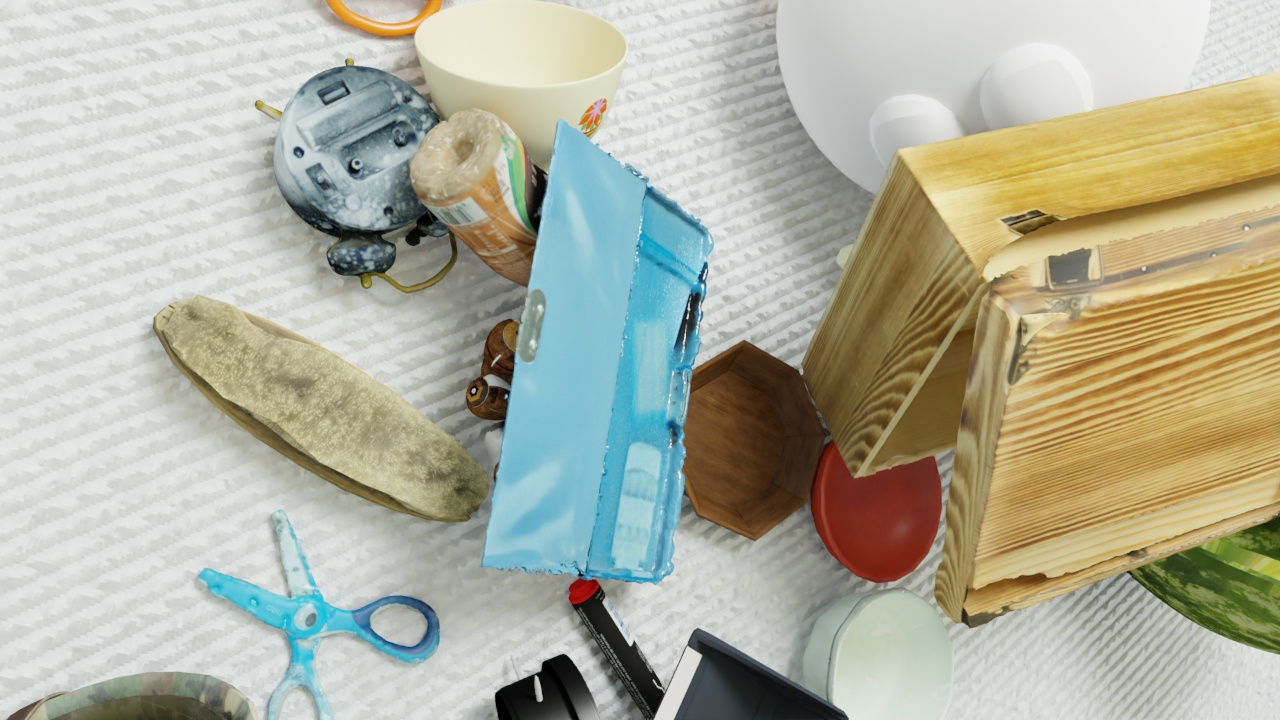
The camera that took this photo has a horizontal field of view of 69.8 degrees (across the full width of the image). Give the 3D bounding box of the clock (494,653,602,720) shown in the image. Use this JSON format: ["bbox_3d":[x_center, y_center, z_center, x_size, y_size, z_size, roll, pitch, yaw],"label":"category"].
[{"bbox_3d":[-0.044,0.227,0.512,0.042,0.091,0.120,-16,90,-21],"label":"clock"}]

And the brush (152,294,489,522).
[{"bbox_3d":[-0.163,0.029,0.485,0.195,0.043,0.059,38,68,-22],"label":"brush"}]

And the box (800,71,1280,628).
[{"bbox_3d":[0.288,-0.010,0.547,0.279,0.259,0.220,-13,58,-13],"label":"box"}]

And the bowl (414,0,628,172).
[{"bbox_3d":[-0.069,-0.151,0.535,0.117,0.118,0.074,-24,140,-30],"label":"bowl"}]

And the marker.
[{"bbox_3d":[-0.001,0.197,0.579,0.023,0.021,0.145,-39,105,-35],"label":"marker"}]

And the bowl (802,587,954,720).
[{"bbox_3d":[0.160,0.217,0.650,0.117,0.061,0.117,3,84,-30],"label":"bowl"}]

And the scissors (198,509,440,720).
[{"bbox_3d":[-0.166,0.139,0.494,0.127,0.012,0.137,-16,92,-30],"label":"scissors"}]

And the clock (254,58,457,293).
[{"bbox_3d":[-0.146,-0.098,0.502,0.090,0.052,0.129,-37,104,-28],"label":"clock"}]

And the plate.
[{"bbox_3d":[0.068,0.055,0.631,0.131,0.025,0.131,3,84,-31],"label":"plate"}]

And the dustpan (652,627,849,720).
[{"bbox_3d":[0.050,0.305,0.542,0.236,0.080,0.273,-63,153,-15],"label":"dustpan"}]

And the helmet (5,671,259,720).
[{"bbox_3d":[-0.231,0.217,0.336,0.224,0.193,0.236,-55,139,-9],"label":"helmet"}]

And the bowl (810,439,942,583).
[{"bbox_3d":[0.169,0.101,0.681,0.121,0.035,0.122,3,84,-31],"label":"bowl"}]

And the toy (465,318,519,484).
[{"bbox_3d":[-0.061,0.036,0.535,0.087,0.067,0.112,-3,73,-55],"label":"toy"}]

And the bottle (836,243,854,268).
[{"bbox_3d":[0.220,-0.031,0.718,0.184,0.045,0.045,36,69,-23],"label":"bottle"}]

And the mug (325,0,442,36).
[{"bbox_3d":[-0.139,-0.241,0.514,0.095,0.077,0.113,-7,117,-31],"label":"mug"}]

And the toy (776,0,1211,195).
[{"bbox_3d":[0.234,-0.241,0.627,0.266,0.264,0.279,46,46,-32],"label":"toy"}]

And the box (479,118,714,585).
[{"bbox_3d":[-0.019,0.005,0.516,0.174,0.034,0.231,27,69,-57],"label":"box"}]

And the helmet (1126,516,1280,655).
[{"bbox_3d":[0.492,0.110,0.756,0.213,0.247,0.243,-44,150,-4],"label":"helmet"}]

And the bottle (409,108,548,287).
[{"bbox_3d":[-0.059,-0.068,0.521,0.167,0.059,0.059,47,61,-50],"label":"bottle"}]
